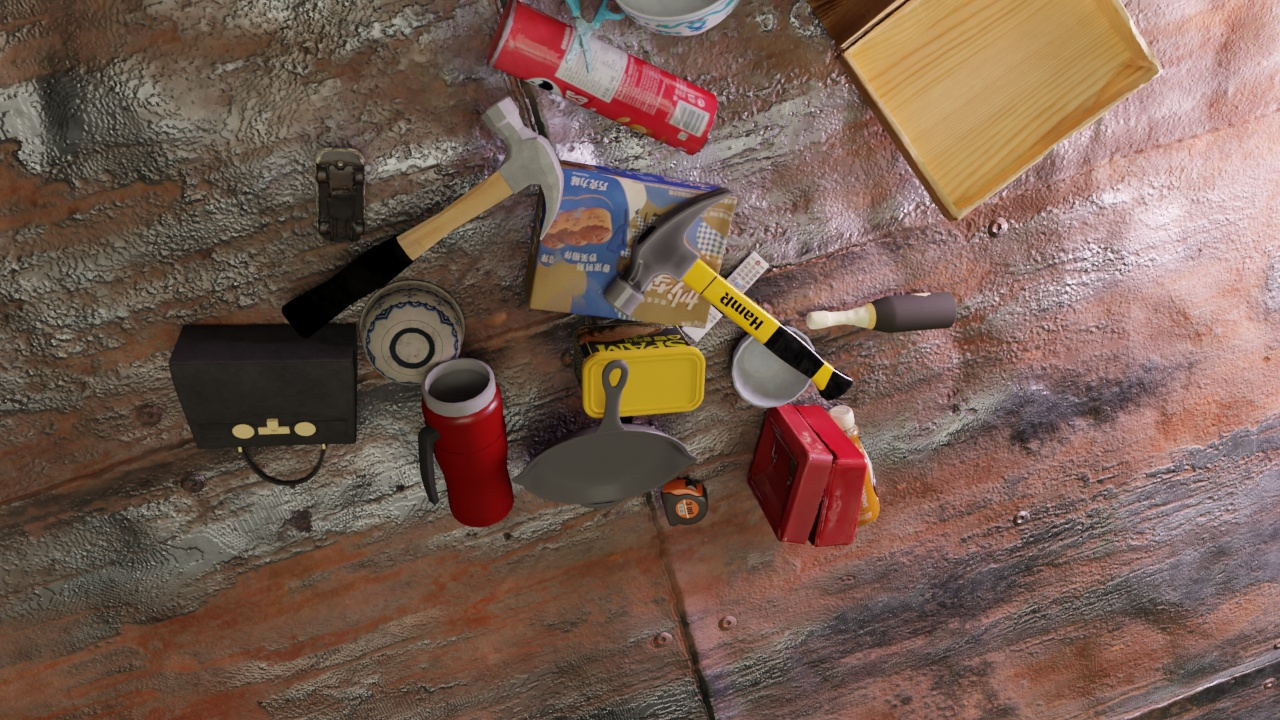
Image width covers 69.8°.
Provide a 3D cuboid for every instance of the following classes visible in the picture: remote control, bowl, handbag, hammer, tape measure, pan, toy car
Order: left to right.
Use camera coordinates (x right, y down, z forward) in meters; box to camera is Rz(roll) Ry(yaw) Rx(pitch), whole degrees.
[{"bbox_3d":[-0.401,0.062,1.012,0.175,0.072,0.196,-1,124,-13],"label":"handbag"},{"bbox_3d":[-0.304,-0.169,0.931,0.048,0.040,0.113,-1,134,-19],"label":"toy car"},{"bbox_3d":[-0.248,-0.024,1.000,0.115,0.059,0.116,-5,114,-11],"label":"bowl"},{"bbox_3d":[-0.224,-0.123,0.930,0.329,0.039,0.131,-31,107,12],"label":"hammer"},{"bbox_3d":[-0.037,0.087,1.023,0.216,0.024,0.355,-6,150,-8],"label":"pan"},{"bbox_3d":[0.057,0.178,1.174,0.059,0.038,0.058,-12,115,7],"label":"tape measure"},{"bbox_3d":[0.044,-0.368,0.898,0.144,0.144,0.074,-31,156,1],"label":"bowl"},{"bbox_3d":[0.099,-0.076,1.084,0.028,0.011,0.124,39,100,-24],"label":"remote control"},{"bbox_3d":[0.126,-0.051,1.019,0.324,0.034,0.170,35,100,-26],"label":"hammer"},{"bbox_3d":[0.157,0.001,1.116,0.106,0.039,0.106,-5,114,-11],"label":"bowl"}]

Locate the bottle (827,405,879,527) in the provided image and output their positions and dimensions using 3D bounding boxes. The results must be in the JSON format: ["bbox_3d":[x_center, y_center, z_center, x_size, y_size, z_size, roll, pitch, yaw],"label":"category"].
[{"bbox_3d":[0.270,0.136,1.190,0.059,0.059,0.167,-18,116,-5],"label":"bottle"}]

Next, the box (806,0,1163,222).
[{"bbox_3d":[0.362,-0.344,0.895,0.279,0.286,0.336,-38,99,4],"label":"box"}]

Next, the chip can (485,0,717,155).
[{"bbox_3d":[-0.035,-0.284,0.930,0.233,0.073,0.073,19,107,-21],"label":"chip can"}]

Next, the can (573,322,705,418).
[{"bbox_3d":[-0.006,0.006,1.044,0.135,0.104,0.075,-4,114,-11],"label":"can"}]

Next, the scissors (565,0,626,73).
[{"bbox_3d":[-0.044,-0.327,0.898,0.095,0.015,0.142,5,69,-32],"label":"scissors"}]

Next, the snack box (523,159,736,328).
[{"bbox_3d":[-0.015,-0.126,1.004,0.202,0.069,0.155,6,112,-16],"label":"snack box"}]

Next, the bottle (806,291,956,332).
[{"bbox_3d":[0.291,-0.055,1.119,0.184,0.045,0.045,-5,114,-11],"label":"bottle"}]

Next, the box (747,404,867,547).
[{"bbox_3d":[0.204,0.138,1.123,0.097,0.157,0.130,4,113,-11],"label":"box"}]

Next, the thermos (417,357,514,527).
[{"bbox_3d":[-0.198,0.101,1.019,0.107,0.084,0.199,-37,143,-33],"label":"thermos"}]
